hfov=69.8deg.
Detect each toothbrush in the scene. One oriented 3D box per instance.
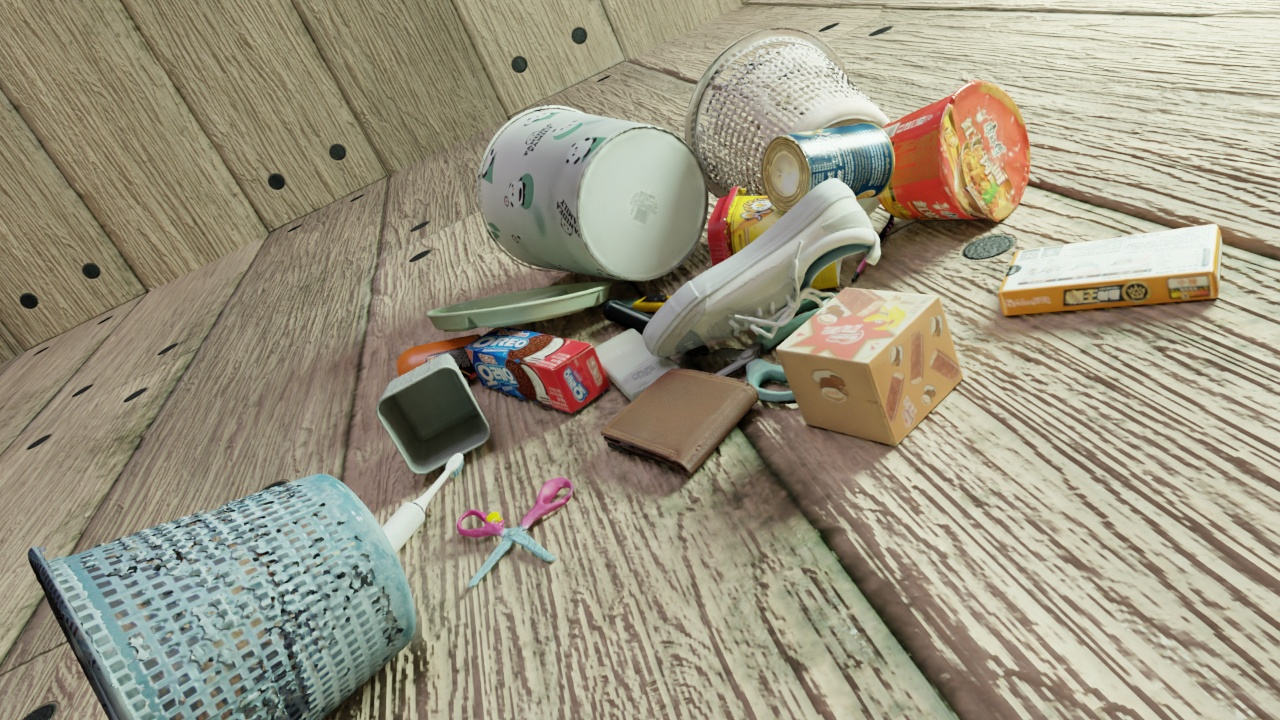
[{"bbox_3d":[0.015,-0.033,0.998,0.027,0.026,0.213,-13,20,-24],"label":"toothbrush"},{"bbox_3d":[-0.226,0.159,0.845,0.027,0.026,0.220,17,42,19],"label":"toothbrush"},{"bbox_3d":[0.262,-0.135,0.982,0.018,0.014,0.188,22,48,19],"label":"toothbrush"}]

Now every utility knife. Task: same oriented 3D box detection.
[{"bbox_3d":[0.019,-0.066,1.069,0.033,0.015,0.231,-39,27,-31],"label":"utility knife"}]

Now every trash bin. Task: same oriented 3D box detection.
[{"bbox_3d":[-0.279,0.188,0.653,0.194,0.227,0.227,-27,22,-35],"label":"trash bin"},{"bbox_3d":[-0.057,-0.211,1.177,0.229,0.230,0.252,-35,28,-19],"label":"trash bin"},{"bbox_3d":[0.189,-0.251,1.073,0.227,0.228,0.192,-27,38,-3],"label":"trash bin"}]

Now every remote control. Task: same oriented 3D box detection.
[{"bbox_3d":[-0.006,0.006,0.945,0.058,0.021,0.150,-29,25,-8],"label":"remote control"}]

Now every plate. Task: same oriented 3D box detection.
[{"bbox_3d":[-0.146,-0.067,1.129,0.230,0.027,0.230,-9,8,1],"label":"plate"}]

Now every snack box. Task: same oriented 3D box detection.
[{"bbox_3d":[0.179,0.001,0.715,0.094,0.077,0.093,-39,28,-25],"label":"snack box"},{"bbox_3d":[-0.118,0.007,1.006,0.057,0.058,0.208,-35,26,-27],"label":"snack box"},{"bbox_3d":[0.374,-0.071,0.736,0.154,0.026,0.075,-4,32,37],"label":"snack box"}]

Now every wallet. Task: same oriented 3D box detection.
[{"bbox_3d":[0.034,0.052,0.811,0.101,0.032,0.125,-41,29,-24],"label":"wallet"}]

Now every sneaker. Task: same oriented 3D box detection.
[{"bbox_3d":[0.116,-0.062,0.867,0.242,0.090,0.089,-37,-18,15],"label":"sneaker"}]

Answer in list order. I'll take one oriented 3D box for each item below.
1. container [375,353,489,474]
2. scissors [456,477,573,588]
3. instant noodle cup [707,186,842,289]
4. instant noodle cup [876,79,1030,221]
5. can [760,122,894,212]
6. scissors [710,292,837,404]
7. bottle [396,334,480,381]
[{"bbox_3d":[-0.218,0.051,0.968,0.090,0.090,0.114,-28,15,-6],"label":"container"},{"bbox_3d":[-0.105,0.142,0.781,0.135,0.017,0.133,-37,32,-27],"label":"scissors"},{"bbox_3d":[0.143,-0.119,0.957,0.124,0.116,0.116,-3,29,18],"label":"instant noodle cup"},{"bbox_3d":[0.311,-0.206,0.940,0.137,0.138,0.109,-38,20,-25],"label":"instant noodle cup"},{"bbox_3d":[0.182,-0.190,0.902,0.111,0.075,0.075,-15,18,-27],"label":"can"},{"bbox_3d":[0.143,-0.012,0.846,0.169,0.019,0.175,-35,25,-17],"label":"scissors"},{"bbox_3d":[-0.218,-0.001,1.117,0.149,0.067,0.066,-19,25,-2],"label":"bottle"}]
